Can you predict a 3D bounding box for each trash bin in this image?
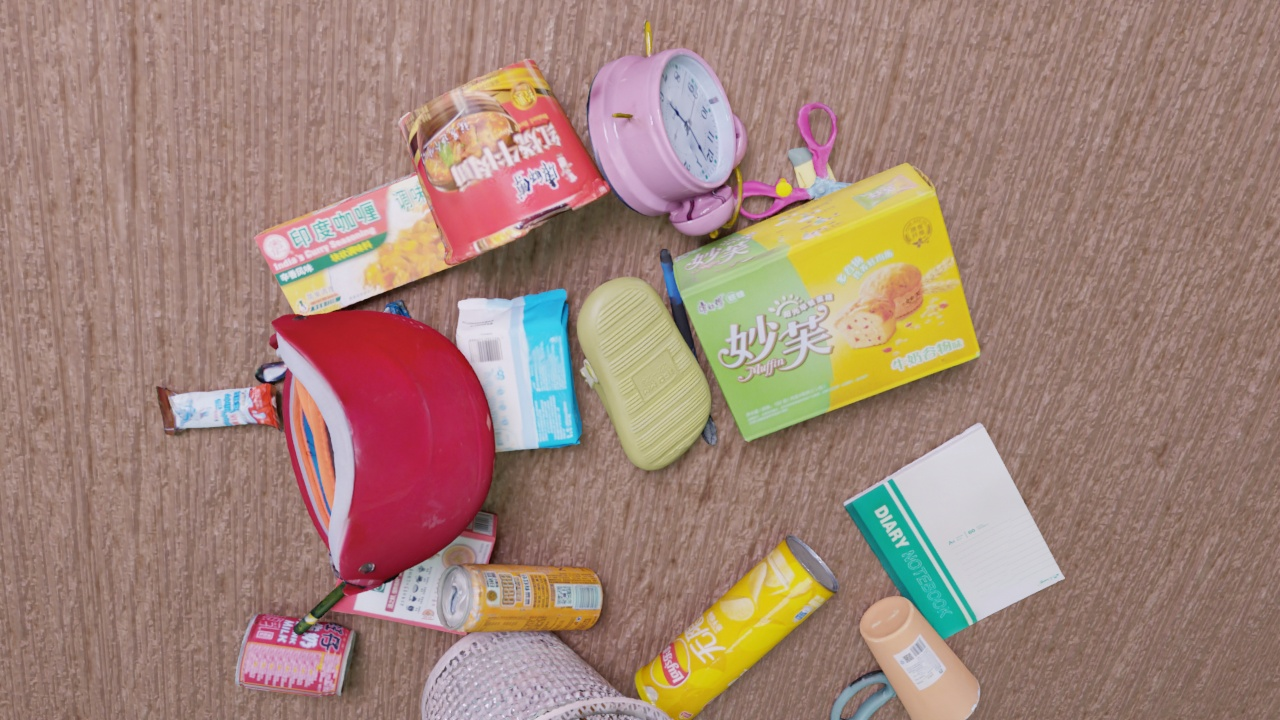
[{"bbox_3d":[-0.099,0.346,0.818,0.227,0.192,0.228,-10,112,-26],"label":"trash bin"}]

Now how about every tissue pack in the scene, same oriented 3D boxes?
[{"bbox_3d":[-0.099,0.012,0.767,0.090,0.063,0.140,-6,112,0],"label":"tissue pack"}]

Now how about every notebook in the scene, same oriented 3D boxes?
[{"bbox_3d":[0.310,0.177,0.903,0.150,0.012,0.209,-32,112,9],"label":"notebook"}]

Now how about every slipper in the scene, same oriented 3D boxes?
[{"bbox_3d":[-0.005,0.004,0.768,0.091,0.081,0.191,-34,129,-14],"label":"slipper"}]

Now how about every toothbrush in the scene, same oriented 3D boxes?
[{"bbox_3d":[-0.243,0.180,0.803,0.186,0.012,0.017,-43,105,13],"label":"toothbrush"},{"bbox_3d":[0.042,-0.008,0.799,0.014,0.016,0.190,-16,112,-4],"label":"toothbrush"}]

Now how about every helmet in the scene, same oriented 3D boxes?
[{"bbox_3d":[-0.193,0.061,0.708,0.143,0.241,0.207,-16,83,-25],"label":"helmet"}]

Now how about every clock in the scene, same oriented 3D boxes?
[{"bbox_3d":[0.031,-0.159,0.680,0.060,0.117,0.158,-8,145,36],"label":"clock"}]

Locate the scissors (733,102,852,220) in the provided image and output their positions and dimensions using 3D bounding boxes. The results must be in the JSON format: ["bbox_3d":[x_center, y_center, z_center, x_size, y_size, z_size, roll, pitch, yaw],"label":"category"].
[{"bbox_3d":[0.142,-0.145,0.737,0.133,0.017,0.135,2,117,0],"label":"scissors"}]

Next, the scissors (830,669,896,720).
[{"bbox_3d":[0.255,0.399,0.987,0.170,0.019,0.179,0,114,-4],"label":"scissors"}]

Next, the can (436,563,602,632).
[{"bbox_3d":[-0.106,0.213,0.824,0.145,0.058,0.058,13,113,-39],"label":"can"}]

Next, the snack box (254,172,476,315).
[{"bbox_3d":[-0.216,-0.093,0.732,0.156,0.027,0.077,-20,112,3],"label":"snack box"}]

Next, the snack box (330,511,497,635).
[{"bbox_3d":[-0.206,0.184,0.840,0.127,0.044,0.113,15,111,-12],"label":"snack box"}]

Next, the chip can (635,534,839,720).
[{"bbox_3d":[0.091,0.264,0.887,0.072,0.072,0.214,40,103,-19],"label":"chip can"}]

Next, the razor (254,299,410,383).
[{"bbox_3d":[-0.258,-0.008,0.768,0.143,0.022,0.043,-19,112,3],"label":"razor"}]

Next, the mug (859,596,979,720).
[{"bbox_3d":[0.275,0.300,0.918,0.078,0.078,0.123,-34,107,9],"label":"mug"}]

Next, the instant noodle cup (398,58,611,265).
[{"bbox_3d":[-0.104,-0.146,0.670,0.138,0.137,0.108,-24,103,5],"label":"instant noodle cup"}]

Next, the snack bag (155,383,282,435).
[{"bbox_3d":[-0.355,0.041,0.776,0.104,0.026,0.048,-1,114,-3],"label":"snack bag"}]

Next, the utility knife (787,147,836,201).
[{"bbox_3d":[0.177,-0.086,0.776,0.031,0.022,0.213,-25,106,9],"label":"utility knife"}]

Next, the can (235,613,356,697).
[{"bbox_3d":[-0.319,0.276,0.856,0.093,0.066,0.067,11,111,-10],"label":"can"}]

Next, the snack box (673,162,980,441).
[{"bbox_3d":[0.151,-0.043,0.748,0.210,0.070,0.158,-22,118,9],"label":"snack box"}]
